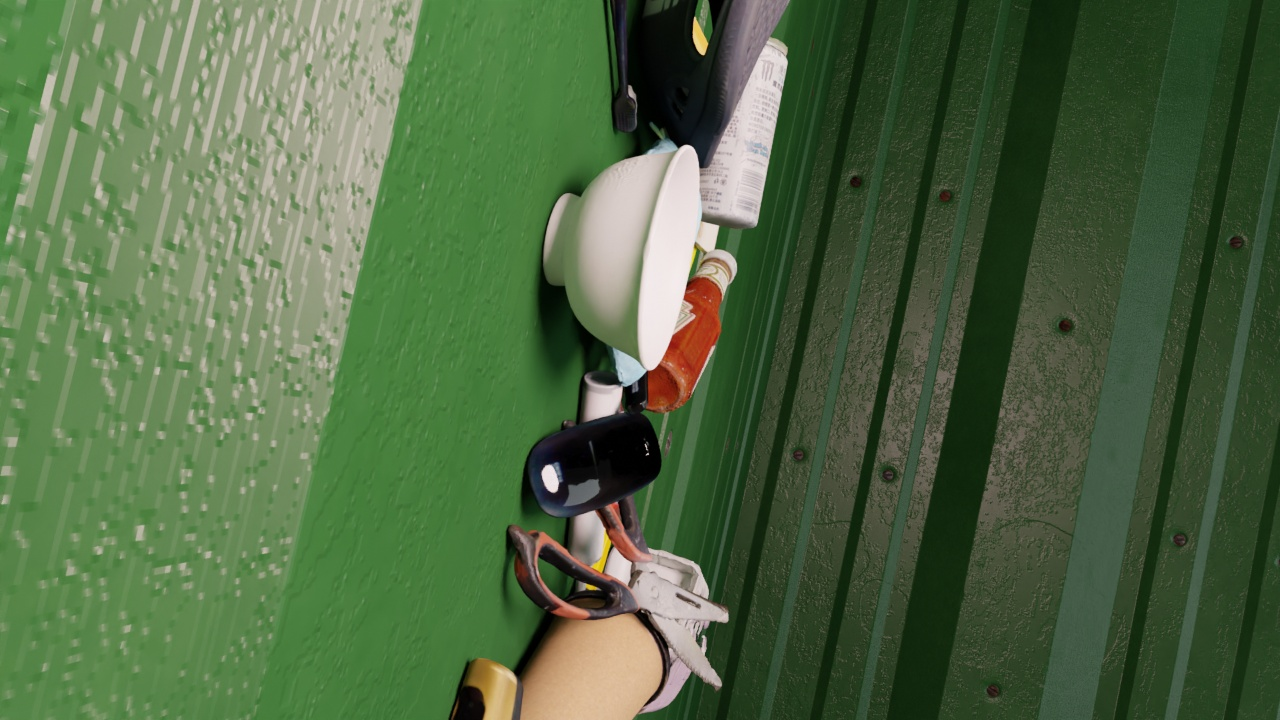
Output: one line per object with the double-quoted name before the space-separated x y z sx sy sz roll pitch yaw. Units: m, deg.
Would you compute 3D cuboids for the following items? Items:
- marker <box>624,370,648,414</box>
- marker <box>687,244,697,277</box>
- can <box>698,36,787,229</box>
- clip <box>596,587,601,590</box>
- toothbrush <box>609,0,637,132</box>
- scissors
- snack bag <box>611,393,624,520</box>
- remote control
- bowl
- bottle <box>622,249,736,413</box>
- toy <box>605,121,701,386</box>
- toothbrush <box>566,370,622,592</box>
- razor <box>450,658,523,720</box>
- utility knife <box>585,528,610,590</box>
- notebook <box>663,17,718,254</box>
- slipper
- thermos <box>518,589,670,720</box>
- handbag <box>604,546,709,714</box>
"marker" -0.004 0.004 0.640 0.123 0.018 0.015 -93 160 -64
"marker" 0.029 -0.057 0.826 0.018 0.015 0.123 78 27 -61
"can" 0.078 -0.183 0.740 0.058 0.058 0.146 4 96 -78
"clip" -0.035 0.195 0.747 0.058 0.027 0.044 -25 118 -76
"toothbrush" -0.011 -0.195 0.484 0.181 0.016 0.018 86 13 -56
"scissors" -0.007 0.135 0.587 0.188 0.015 0.224 -19 89 -58
"snack bag" -0.020 0.074 0.689 0.105 0.026 0.045 87 22 -45
"remote control" -0.019 0.061 0.567 0.136 0.024 0.053 -13 86 -58
"bowl" -0.013 -0.058 0.486 0.118 0.065 0.118 12 89 -79
"bottle" 0.041 -0.035 0.770 0.205 0.060 0.060 -59 158 -51
"toy" 0.007 -0.074 0.606 0.161 0.050 0.156 -49 145 -59
"toothbrush" -0.036 0.112 0.643 0.026 0.027 0.221 -32 134 -56
"razor" -0.093 0.236 0.457 0.067 0.062 0.167 35 57 -44
"utility knife" -0.025 0.124 0.741 0.033 0.015 0.177 96 10 -53
"notebook" 0.051 -0.177 0.778 0.206 0.010 0.146 18 83 -73
"slipper" 0.036 -0.197 0.580 0.268 0.083 0.110 113 1 -85
"thermos" -0.043 0.214 0.587 0.143 0.093 0.093 -38 140 -59
"handbag" 0.011 0.262 0.875 0.197 0.098 0.144 67 41 -70
